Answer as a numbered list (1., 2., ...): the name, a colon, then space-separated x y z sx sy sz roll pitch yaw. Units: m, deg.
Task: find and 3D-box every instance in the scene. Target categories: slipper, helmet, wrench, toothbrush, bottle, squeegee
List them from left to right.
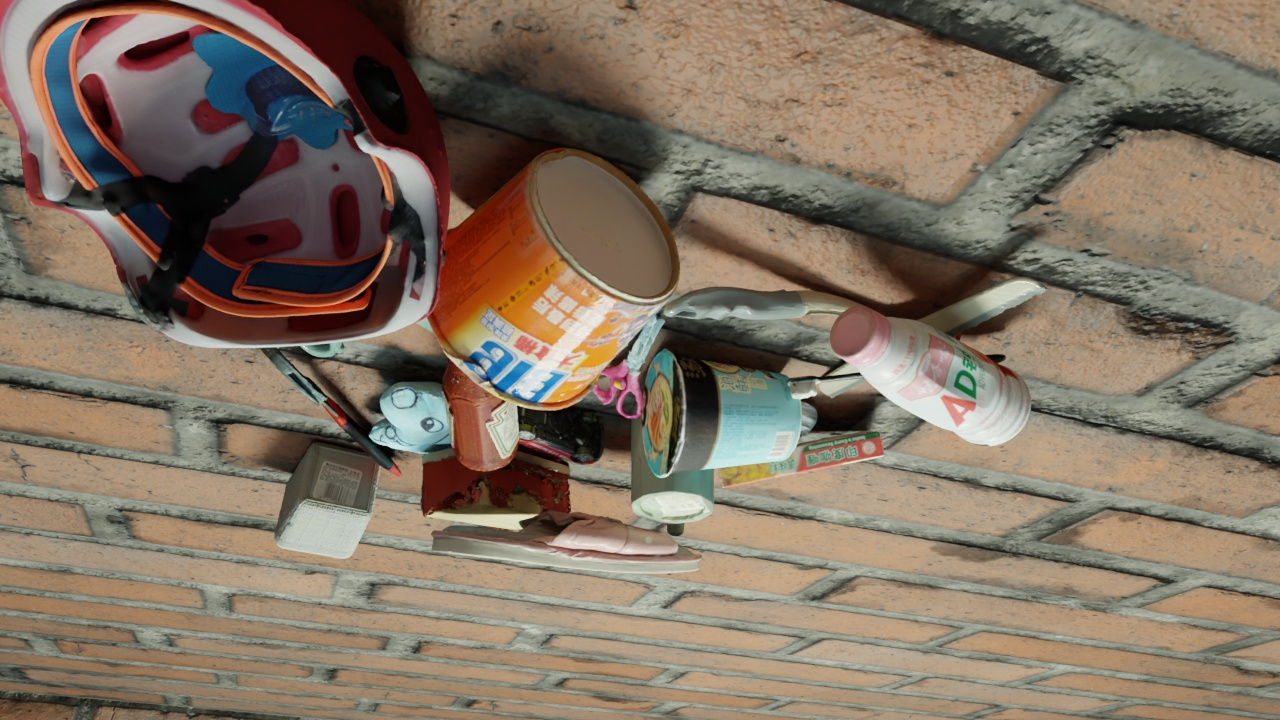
1. helmet: -0.208 -0.127 0.498 0.207 0.143 0.240 -7 134 14
2. wrench: -0.292 0.057 0.898 0.016 0.056 0.274 -41 151 -12
3. bottle: -0.136 0.009 0.759 0.060 0.059 0.206 2 134 0
4. slipper: -0.068 0.176 0.903 0.274 0.054 0.114 9 168 -19
5. squeegee: 0.125 -0.037 0.709 0.246 0.039 0.247 6 157 -26
6. toothbrush: 0.216 0.012 0.776 0.181 0.018 0.016 -9 151 8
7. bottle: 0.220 0.011 0.699 0.196 0.068 0.068 22 144 -36

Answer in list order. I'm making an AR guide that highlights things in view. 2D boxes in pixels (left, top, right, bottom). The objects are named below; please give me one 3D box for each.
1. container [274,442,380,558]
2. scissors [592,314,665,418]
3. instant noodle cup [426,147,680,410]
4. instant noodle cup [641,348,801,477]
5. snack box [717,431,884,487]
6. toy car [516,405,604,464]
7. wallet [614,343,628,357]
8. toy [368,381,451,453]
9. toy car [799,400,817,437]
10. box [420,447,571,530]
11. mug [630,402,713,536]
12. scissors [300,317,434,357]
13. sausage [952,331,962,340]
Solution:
1. container: -0.343 0.153 1.018 0.090 0.090 0.115 16 143 -23
2. scissors: -0.003 0.005 0.804 0.063 0.017 0.136 42 138 7
3. instant noodle cup: -0.053 -0.058 0.603 0.151 0.151 0.112 24 134 -32
4. instant noodle cup: 0.073 0.048 0.813 0.120 0.111 0.111 2 150 -17
5. snack box: 0.153 0.095 0.899 0.156 0.027 0.077 -12 175 5
6. toy car: -0.089 0.065 0.891 0.120 0.052 0.045 25 144 -28
7. wallet: -0.076 -0.001 0.809 0.087 0.024 0.115 13 148 -27
8. toy: -0.201 0.058 0.887 0.157 0.049 0.161 -17 154 26
9. toy car: 0.131 0.065 0.894 0.043 0.034 0.091 20 146 -33
10. box: -0.146 0.144 0.963 0.091 0.079 0.168 -14 159 25
11. mug: 0.033 0.105 0.899 0.084 0.103 0.124 -1 148 5
12. scissors: -0.206 -0.024 0.781 0.174 0.019 0.170 -25 138 35
13. sausage: 0.258 0.007 0.805 0.020 0.020 0.156 0 149 4
